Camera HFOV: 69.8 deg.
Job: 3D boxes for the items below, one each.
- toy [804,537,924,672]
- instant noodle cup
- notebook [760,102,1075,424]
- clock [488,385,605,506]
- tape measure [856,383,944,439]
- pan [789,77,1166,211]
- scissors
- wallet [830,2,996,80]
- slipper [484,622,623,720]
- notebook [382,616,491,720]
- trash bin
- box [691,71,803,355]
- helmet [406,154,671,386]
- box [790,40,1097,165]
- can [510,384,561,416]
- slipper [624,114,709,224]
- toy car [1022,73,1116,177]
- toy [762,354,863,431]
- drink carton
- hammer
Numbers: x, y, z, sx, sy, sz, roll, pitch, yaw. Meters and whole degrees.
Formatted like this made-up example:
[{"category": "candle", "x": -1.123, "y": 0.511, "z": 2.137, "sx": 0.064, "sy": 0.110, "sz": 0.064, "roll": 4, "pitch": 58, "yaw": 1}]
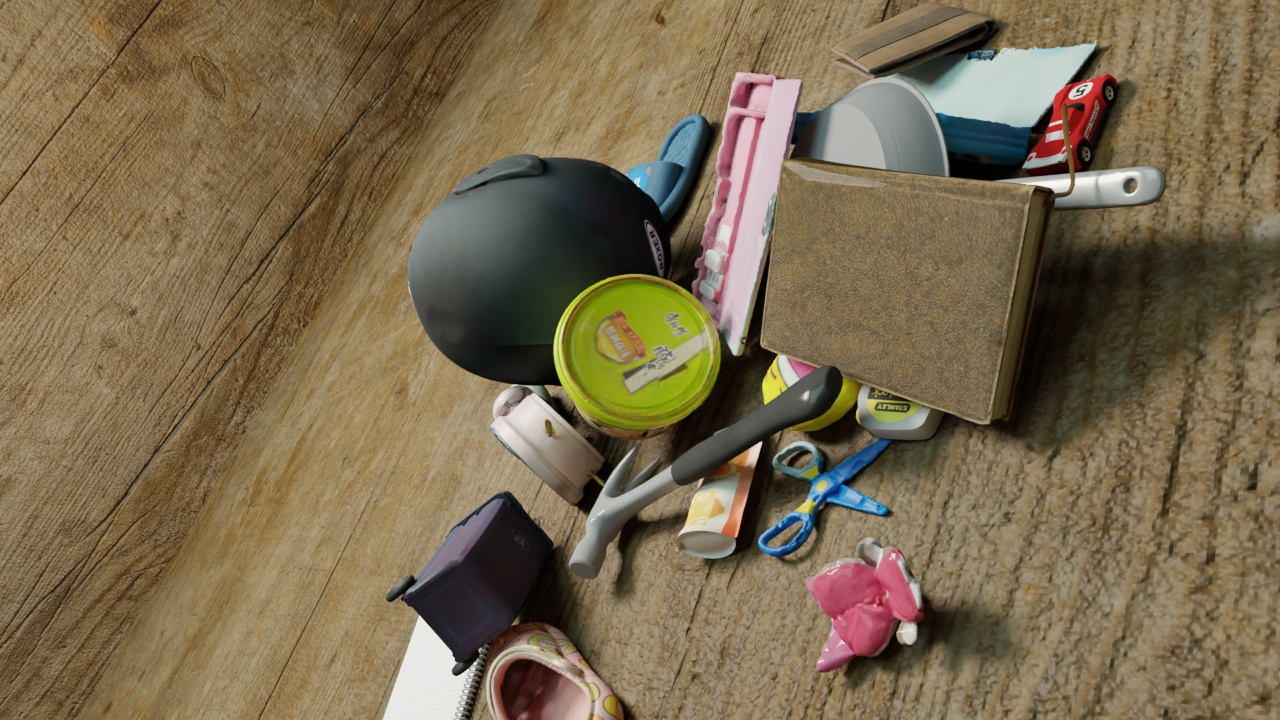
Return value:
[{"category": "toy", "x": 0.142, "y": 0.146, "z": 0.555, "sx": 0.103, "sy": 0.050, "sz": 0.065, "roll": 129, "pitch": 138, "yaw": -50}, {"category": "instant noodle cup", "x": -0.005, "y": 0.005, "z": 0.835, "sx": 0.098, "sy": 0.146, "sz": 0.146, "roll": 101, "pitch": -169, "yaw": -67}, {"category": "notebook", "x": 0.170, "y": -0.075, "z": 0.614, "sx": 0.216, "sy": 0.034, "sz": 0.190, "roll": 26, "pitch": 115, "yaw": 52}, {"category": "clock", "x": -0.098, "y": 0.082, "z": 0.936, "sx": 0.058, "sy": 0.117, "sz": 0.158, "roll": -46, "pitch": 27, "yaw": -7}, {"category": "tape measure", "x": 0.185, "y": 0.024, "z": 0.643, "sx": 0.064, "sy": 0.016, "sz": 0.064, "roll": 2, "pitch": 60, "yaw": 50}, {"category": "pan", "x": 0.195, "y": -0.111, "z": 0.648, "sx": 0.357, "sy": 0.050, "sz": 0.201, "roll": -165, "pitch": 76, "yaw": -69}, {"category": "scissors", "x": 0.132, "y": 0.091, "z": 0.669, "sx": 0.125, "sy": 0.015, "sz": 0.127, "roll": -41, "pitch": 33, "yaw": 16}, {"category": "wallet", "x": 0.248, "y": -0.296, "z": 0.850, "sx": 0.121, "sy": 0.027, "sz": 0.098, "roll": -22, "pitch": 31, "yaw": -1}, {"category": "slipper", "x": -0.090, "y": 0.272, "z": 0.746, "sx": 0.093, "sy": 0.081, "sz": 0.197, "roll": -60, "pitch": 29, "yaw": -8}, {"category": "notebook", "x": -0.205, "y": 0.295, "z": 0.978, "sx": 0.178, "sy": 0.013, "sz": 0.245, "roll": -28, "pitch": 38, "yaw": 44}, {"category": "trash bin", "x": -0.150, "y": 0.198, "z": 0.855, "sx": 0.092, "sy": 0.094, "sz": 0.160, "roll": -38, "pitch": 6, "yaw": 12}, {"category": "box", "x": 0.100, "y": -0.134, "z": 0.820, "sx": 0.179, "sy": 0.039, "sz": 0.233, "roll": -117, "pitch": 36, "yaw": -67}, {"category": "helmet", "x": -0.133, "y": -0.093, "z": 0.993, "sx": 0.317, "sy": 0.249, "sz": 0.235, "roll": 5, "pitch": 32, "yaw": 39}, {"category": "box", "x": 0.240, "y": -0.208, "z": 0.789, "sx": 0.170, "sy": 0.071, "sz": 0.243, "roll": -27, "pitch": 23, "yaw": -14}, {"category": "can", "x": -0.124, "y": 0.060, "z": 1.066, "sx": 0.053, "sy": 0.053, "sz": 0.101, "roll": -52, "pitch": 28, "yaw": 6}, {"category": "slipper", "x": 0.023, "y": -0.228, "z": 1.149, "sx": 0.104, "sy": 0.059, "sz": 0.213, "roll": 0, "pitch": 58, "yaw": 55}, {"category": "toy car", "x": 0.308, "y": -0.169, "z": 0.659, "sx": 0.038, "sy": 0.025, "sz": 0.089, "roll": 0, "pitch": 60, "yaw": 58}, {"category": "toy", "x": 0.136, "y": 0.014, "z": 0.714, "sx": 0.094, "sy": 0.041, "sz": 0.095, "roll": -41, "pitch": 32, "yaw": 16}, {"category": "drink carton", "x": 0.069, "y": 0.097, "z": 0.745, "sx": 0.069, "sy": 0.039, "sz": 0.122, "roll": -26, "pitch": 33, "yaw": 45}, {"category": "hammer", "x": 0.047, "y": 0.079, "z": 0.735, "sx": 0.312, "sy": 0.029, "sz": 0.124, "roll": -39, "pitch": 19, "yaw": 45}]
